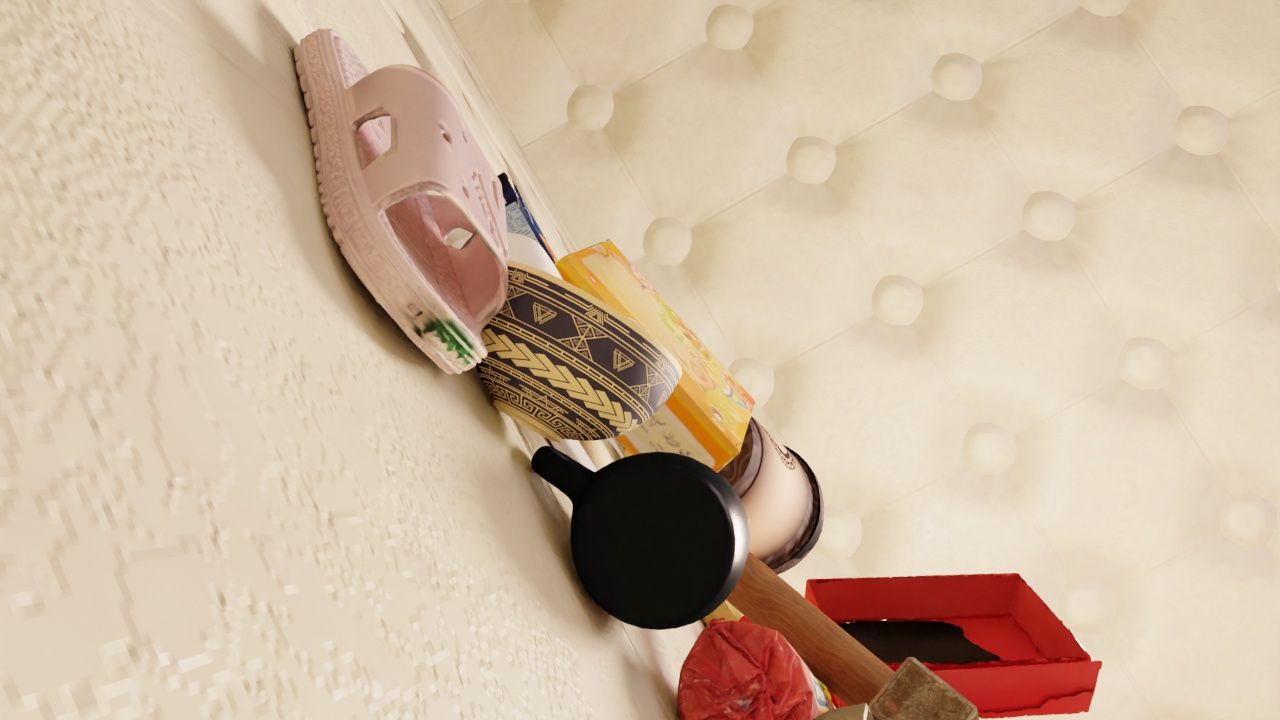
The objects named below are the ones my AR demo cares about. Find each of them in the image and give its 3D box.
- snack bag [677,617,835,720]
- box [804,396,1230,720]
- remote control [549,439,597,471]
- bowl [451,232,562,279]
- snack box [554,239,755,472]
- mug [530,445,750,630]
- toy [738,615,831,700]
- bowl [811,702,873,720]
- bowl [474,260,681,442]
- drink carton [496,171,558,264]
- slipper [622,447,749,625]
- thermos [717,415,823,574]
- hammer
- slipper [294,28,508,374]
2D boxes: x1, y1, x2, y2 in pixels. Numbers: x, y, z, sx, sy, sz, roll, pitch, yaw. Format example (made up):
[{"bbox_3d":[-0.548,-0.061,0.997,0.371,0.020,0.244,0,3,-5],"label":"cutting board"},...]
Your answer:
[{"bbox_3d":[0.070,0.204,0.520,0.082,0.082,0.176,62,2,39],"label":"snack bag"},{"bbox_3d":[0.255,0.157,0.722,0.197,0.217,0.352,-101,-170,-66],"label":"box"},{"bbox_3d":[-0.042,0.060,0.581,0.131,0.012,0.033,60,2,-26],"label":"remote control"},{"bbox_3d":[-0.075,-0.040,0.616,0.114,0.050,0.114,61,2,-4],"label":"bowl"},{"bbox_3d":[-0.004,0.004,0.742,0.195,0.081,0.145,48,17,-2],"label":"snack box"},{"bbox_3d":[-0.003,0.080,0.465,0.121,0.085,0.094,32,-4,11],"label":"mug"},{"bbox_3d":[0.117,0.257,0.709,0.131,0.097,0.124,-68,142,-62],"label":"toy"},{"bbox_3d":[0.085,0.232,0.400,0.152,0.050,0.152,-9,89,-76],"label":"bowl"},{"bbox_3d":[-0.042,0.006,0.466,0.112,0.061,0.112,29,-11,6],"label":"bowl"},{"bbox_3d":[-0.112,-0.114,0.884,0.130,0.040,0.064,61,1,1],"label":"drink carton"},{"bbox_3d":[0.071,0.178,0.837,0.263,0.078,0.099,59,5,7],"label":"slipper"},{"bbox_3d":[0.103,0.142,1.051,0.226,0.173,0.172,47,12,-53],"label":"thermos"},{"bbox_3d":[0.084,0.157,0.595,0.301,0.037,0.158,35,-14,38],"label":"hammer"},{"bbox_3d":[-0.103,-0.089,0.427,0.239,0.064,0.094,60,1,40],"label":"slipper"}]
